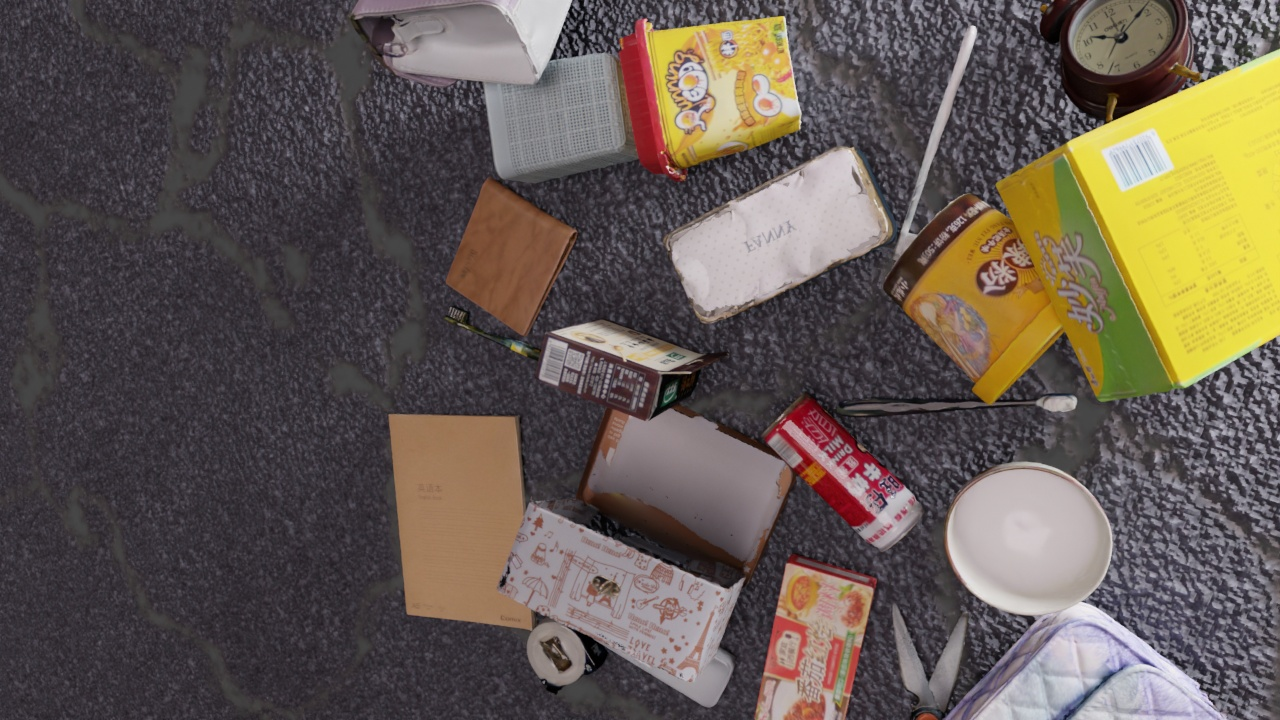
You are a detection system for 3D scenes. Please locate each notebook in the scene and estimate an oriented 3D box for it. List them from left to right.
[{"bbox_3d":[-0.178,0.158,0.907,0.150,0.012,0.211,-1,98,22],"label":"notebook"}]

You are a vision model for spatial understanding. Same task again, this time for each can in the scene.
[{"bbox_3d":[0.163,0.090,0.741,0.133,0.053,0.053,45,110,10],"label":"can"}]

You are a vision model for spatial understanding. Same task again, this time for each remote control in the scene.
[{"bbox_3d":[0.019,0.262,0.840,0.136,0.020,0.056,27,107,15],"label":"remote control"}]

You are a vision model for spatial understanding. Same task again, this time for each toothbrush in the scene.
[{"bbox_3d":[-0.103,-0.012,0.852,0.186,0.012,0.017,23,98,17],"label":"toothbrush"},{"bbox_3d":[0.227,-0.162,0.700,0.016,0.016,0.180,16,104,9],"label":"toothbrush"},{"bbox_3d":[0.244,0.036,0.723,0.181,0.018,0.015,-3,100,23],"label":"toothbrush"}]

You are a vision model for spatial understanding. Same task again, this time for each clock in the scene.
[{"bbox_3d":[0.324,-0.223,0.625,0.082,0.055,0.121,-24,69,25],"label":"clock"}]

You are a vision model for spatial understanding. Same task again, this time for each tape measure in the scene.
[{"bbox_3d":[-0.074,0.274,0.872,0.066,0.033,0.066,-37,84,20],"label":"tape measure"}]

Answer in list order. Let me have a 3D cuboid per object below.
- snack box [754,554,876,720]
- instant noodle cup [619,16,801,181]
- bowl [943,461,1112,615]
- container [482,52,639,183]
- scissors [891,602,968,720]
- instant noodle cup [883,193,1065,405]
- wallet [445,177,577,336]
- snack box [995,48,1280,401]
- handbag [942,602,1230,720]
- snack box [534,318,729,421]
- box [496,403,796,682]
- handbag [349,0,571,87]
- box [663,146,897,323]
[{"bbox_3d":[0.148,0.248,0.785,0.075,0.025,0.153,14,103,18],"label":"snack box"},{"bbox_3d":[0.057,-0.208,0.714,0.124,0.116,0.116,-10,94,10],"label":"instant noodle cup"},{"bbox_3d":[0.290,0.127,0.693,0.114,0.062,0.113,4,101,21],"label":"bowl"},{"bbox_3d":[-0.058,-0.203,0.766,0.112,0.089,0.090,-5,96,19],"label":"container"},{"bbox_3d":[0.246,0.321,0.765,0.211,0.021,0.222,36,103,10],"label":"scissors"},{"bbox_3d":[0.249,-0.049,0.659,0.114,0.118,0.119,46,111,19],"label":"instant noodle cup"},{"bbox_3d":[-0.122,-0.094,0.844,0.101,0.020,0.115,33,111,15],"label":"wallet"},{"bbox_3d":[0.351,-0.086,0.575,0.209,0.070,0.157,-24,88,-17],"label":"snack box"},{"bbox_3d":[0.318,0.290,0.691,0.134,0.075,0.194,38,104,10],"label":"handbag"},{"bbox_3d":[-0.005,0.004,0.761,0.126,0.113,0.053,21,105,18],"label":"snack box"},{"bbox_3d":[0.016,0.130,0.764,0.183,0.156,0.193,22,91,14],"label":"box"},{"bbox_3d":[-0.122,-0.318,0.728,0.145,0.098,0.196,9,66,19],"label":"handbag"},{"bbox_3d":[0.116,-0.101,0.731,0.185,0.059,0.090,-23,90,21],"label":"box"}]
